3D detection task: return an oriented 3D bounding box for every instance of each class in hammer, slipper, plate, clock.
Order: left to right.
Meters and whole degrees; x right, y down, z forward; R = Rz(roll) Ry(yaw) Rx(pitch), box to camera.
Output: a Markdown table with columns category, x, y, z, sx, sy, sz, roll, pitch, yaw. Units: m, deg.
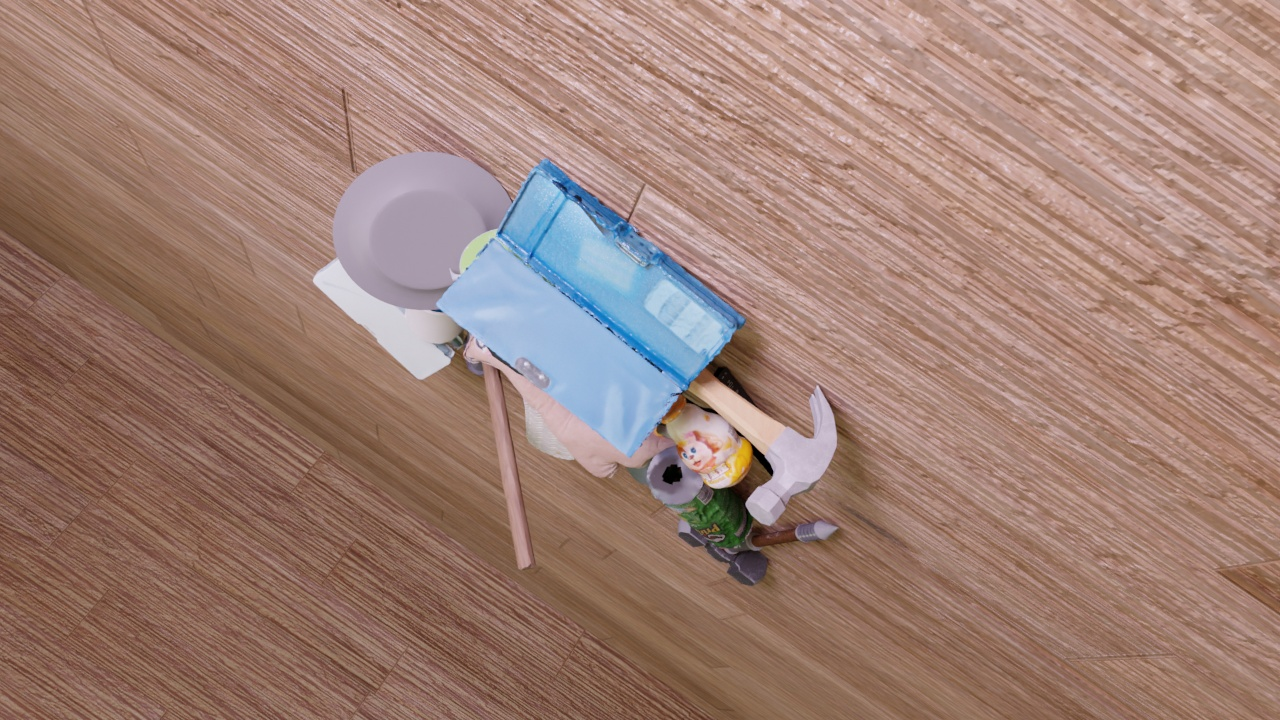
| category | x | y | z | sx | sy | sz | roll | pitch | yaw |
| --- | --- | --- | --- | --- | --- | --- | --- | --- | --- |
| plate | -0.209 | -0.121 | 0.903 | 0.178 | 0.178 | 0.012 | 56 | -172 | -41 |
| hammer | -0.171 | 0.097 | 1.147 | 0.052 | 0.328 | 0.098 | -8 | 164 | -17 |
| clock | -0.125 | -0.088 | 0.889 | 0.043 | 0.119 | 0.094 | 81 | 168 | -56 |
| slipper | -0.108 | 0.034 | 1.175 | 0.115 | 0.052 | 0.263 | 18 | 141 | 11 |
| hammer | 0.043 | 0.008 | 0.886 | 0.328 | 0.131 | 0.039 | 39 | 159 | 14 |
| hammer | 0.173 | 0.241 | 1.238 | 0.156 | 0.043 | 0.323 | 38 | 154 | -9 |

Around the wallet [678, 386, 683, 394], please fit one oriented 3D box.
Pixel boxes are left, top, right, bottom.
| category | x | y | z | sx | sy | sz | roll | pitch | yaw |
| --- | --- | --- | --- | --- | --- | --- | --- | --- | --- |
| wallet | -0.006 | 0.006 | 1.039 | 0.123 | 0.019 | 0.072 | 32 | 156 | 5 |

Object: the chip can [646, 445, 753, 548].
| category | x | y | z | sx | sy | sz | roll | pitch | yaw |
| --- | --- | --- | --- | --- | --- | --- | --- | --- | --- |
| chip can | 0.077 | 0.172 | 1.127 | 0.075 | 0.075 | 0.223 | 20 | 165 | 30 |

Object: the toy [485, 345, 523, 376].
| category | x | y | z | sx | sy | sz | roll | pitch | yaw |
| --- | --- | --- | --- | --- | --- | --- | --- | --- | --- |
| toy | -0.116 | -0.043 | 0.986 | 0.098 | 0.119 | 0.100 | -4 | 110 | 19 |

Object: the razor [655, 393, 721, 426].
| category | x | y | z | sx | sy | sz | roll | pitch | yaw |
| --- | --- | --- | --- | --- | --- | --- | --- | --- | --- |
| razor | 0.068 | 0.068 | 1.004 | 0.142 | 0.047 | 0.052 | 23 | -160 | -26 |

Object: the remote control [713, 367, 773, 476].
| category | x | y | z | sx | sy | sz | roll | pitch | yaw |
| --- | --- | --- | --- | --- | --- | --- | --- | --- | --- |
| remote control | 0.117 | 0.068 | 0.977 | 0.013 | 0.034 | 0.150 | 8 | 146 | 52 |

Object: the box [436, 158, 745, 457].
| category | x | y | z | sx | sy | sz | roll | pitch | yaw |
| --- | --- | --- | --- | --- | --- | --- | --- | --- | --- |
| box | -0.045 | -0.048 | 0.833 | 0.232 | 0.173 | 0.066 | 40 | -168 | 0 |

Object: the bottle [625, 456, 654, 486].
| category | x | y | z | sx | sy | sz | roll | pitch | yaw |
| --- | --- | --- | --- | --- | --- | --- | --- | --- | --- |
| bottle | -0.009 | 0.105 | 1.199 | 0.072 | 0.046 | 0.161 | 16 | 150 | 37 |

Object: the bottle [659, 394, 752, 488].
| category | x | y | z | sx | sy | sz | roll | pitch | yaw |
| --- | --- | --- | --- | --- | --- | --- | --- | --- | --- |
| bottle | 0.065 | 0.082 | 0.946 | 0.108 | 0.063 | 0.063 | 44 | 155 | -20 |

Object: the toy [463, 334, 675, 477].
| category | x | y | z | sx | sy | sz | roll | pitch | yaw |
| --- | --- | --- | --- | --- | --- | --- | --- | --- | --- |
| toy | -0.078 | 0.032 | 1.076 | 0.197 | 0.065 | 0.264 | -22 | 115 | 29 |

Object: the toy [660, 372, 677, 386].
| category | x | y | z | sx | sy | sz | roll | pitch | yaw |
| --- | --- | --- | --- | --- | --- | --- | --- | --- | --- |
| toy | 0.007 | 0.003 | 0.956 | 0.102 | 0.050 | 0.093 | 0 | -170 | -25 |

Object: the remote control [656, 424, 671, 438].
| category | x | y | z | sx | sy | sz | roll | pitch | yaw |
| --- | --- | --- | --- | --- | --- | --- | --- | --- | --- |
| remote control | 0.067 | 0.101 | 1.118 | 0.138 | 0.025 | 0.060 | 25 | 155 | 17 |

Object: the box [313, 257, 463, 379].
| category | x | y | z | sx | sy | sz | roll | pitch | yaw |
| --- | --- | --- | --- | --- | --- | --- | --- | --- | --- |
| box | -0.317 | -0.081 | 1.208 | 0.086 | 0.096 | 0.199 | -25 | 123 | 28 |

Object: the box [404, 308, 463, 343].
| category | x | y | z | sx | sy | sz | roll | pitch | yaw |
| --- | --- | --- | --- | --- | --- | --- | --- | --- | --- |
| box | -0.263 | -0.088 | 1.108 | 0.118 | 0.084 | 0.160 | 32 | 155 | -2 |
